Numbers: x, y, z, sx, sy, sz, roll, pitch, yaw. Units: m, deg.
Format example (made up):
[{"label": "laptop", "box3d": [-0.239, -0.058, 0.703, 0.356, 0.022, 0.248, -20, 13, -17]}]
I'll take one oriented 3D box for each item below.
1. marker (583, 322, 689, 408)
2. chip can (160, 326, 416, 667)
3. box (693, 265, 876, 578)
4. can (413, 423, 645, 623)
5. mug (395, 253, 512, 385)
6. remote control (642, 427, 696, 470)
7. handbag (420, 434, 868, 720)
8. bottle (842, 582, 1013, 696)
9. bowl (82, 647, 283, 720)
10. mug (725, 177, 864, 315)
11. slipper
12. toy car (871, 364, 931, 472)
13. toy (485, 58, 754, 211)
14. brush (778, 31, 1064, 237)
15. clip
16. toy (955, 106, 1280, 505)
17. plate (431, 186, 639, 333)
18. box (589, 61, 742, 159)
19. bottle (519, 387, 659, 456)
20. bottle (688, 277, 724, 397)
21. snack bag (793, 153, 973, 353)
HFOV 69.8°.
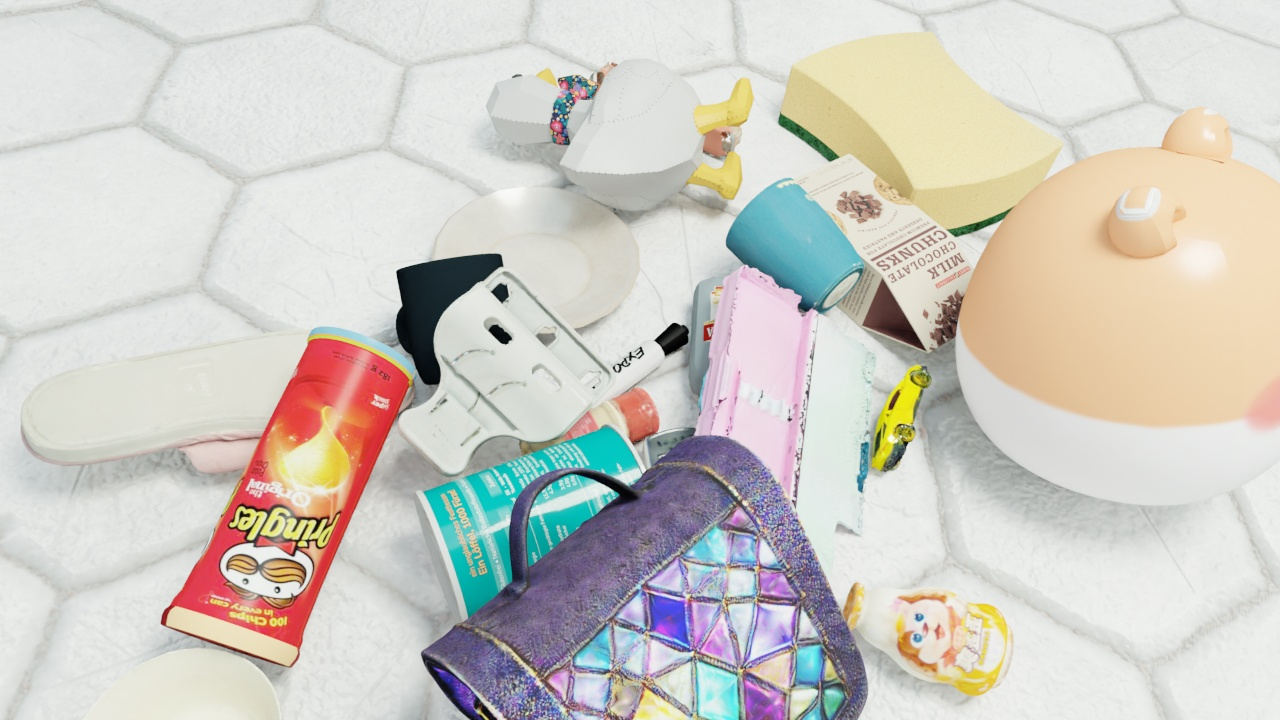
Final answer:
[{"label": "marker", "box3d": [-0.005, 0.005, 0.783, 0.125, 0.025, 0.025, -36, 63, -29]}, {"label": "chip can", "box3d": [-0.230, 0.089, 0.620, 0.087, 0.087, 0.213, 15, 65, 6]}, {"label": "box", "box3d": [0.119, 0.050, 0.720, 0.159, 0.035, 0.229, 27, 55, -20]}, {"label": "can", "box3d": [-0.072, 0.114, 0.639, 0.143, 0.099, 0.099, -18, 55, -20]}, {"label": "mug", "box3d": [-0.160, -0.031, 0.751, 0.122, 0.094, 0.085, -7, 4, 39]}, {"label": "remote control", "box3d": [0.039, 0.103, 0.706, 0.060, 0.028, 0.114, -8, 52, -13]}, {"label": "handbag", "box3d": [0.002, 0.160, 0.533, 0.204, 0.126, 0.222, -36, 100, -27]}, {"label": "bottle", "box3d": [0.196, 0.187, 0.633, 0.108, 0.063, 0.063, 16, 51, 8]}, {"label": "bowl", "box3d": [-0.266, 0.237, 0.542, 0.115, 0.063, 0.115, 3, 51, -4]}, {"label": "mug", "box3d": [0.143, -0.091, 0.824, 0.084, 0.112, 0.104, -41, 70, -4]}, {"label": "slipper", "box3d": [-0.312, 0.036, 0.703, 0.274, 0.055, 0.114, -6, 47, -24]}, {"label": "toy car", "box3d": [0.215, 0.046, 0.759, 0.030, 0.049, 0.106, 22, 51, 13]}, {"label": "toy", "box3d": [-0.029, -0.223, 0.892, 0.267, 0.141, 0.246, 8, 31, 4]}, {"label": "brush", "box3d": [0.293, -0.246, 0.985, 0.194, 0.075, 0.250, -19, 56, -20]}, {"label": "clip", "box3d": [-0.107, 0.018, 0.666, 0.125, 0.082, 0.147, 45, 76, 3]}, {"label": "toy", "box3d": [0.382, -0.033, 0.696, 0.266, 0.281, 0.262, 20, 49, 36]}, {"label": "plate", "box3d": [-0.095, -0.090, 0.848, 0.188, 0.027, 0.188, 3, 51, -4]}, {"label": "box", "box3d": [0.029, -0.278, 1.004, 0.187, 0.058, 0.053, 31, 24, 17]}, {"label": "bottle", "box3d": [-0.040, 0.057, 0.725, 0.109, 0.044, 0.044, -21, 56, -20]}, {"label": "bottle", "box3d": [0.077, 0.002, 0.780, 0.072, 0.046, 0.160, 8, 51, -2]}, {"label": "snack bag", "box3d": [0.225, -0.094, 0.859, 0.094, 0.070, 0.206, -27, 59, -25]}]
